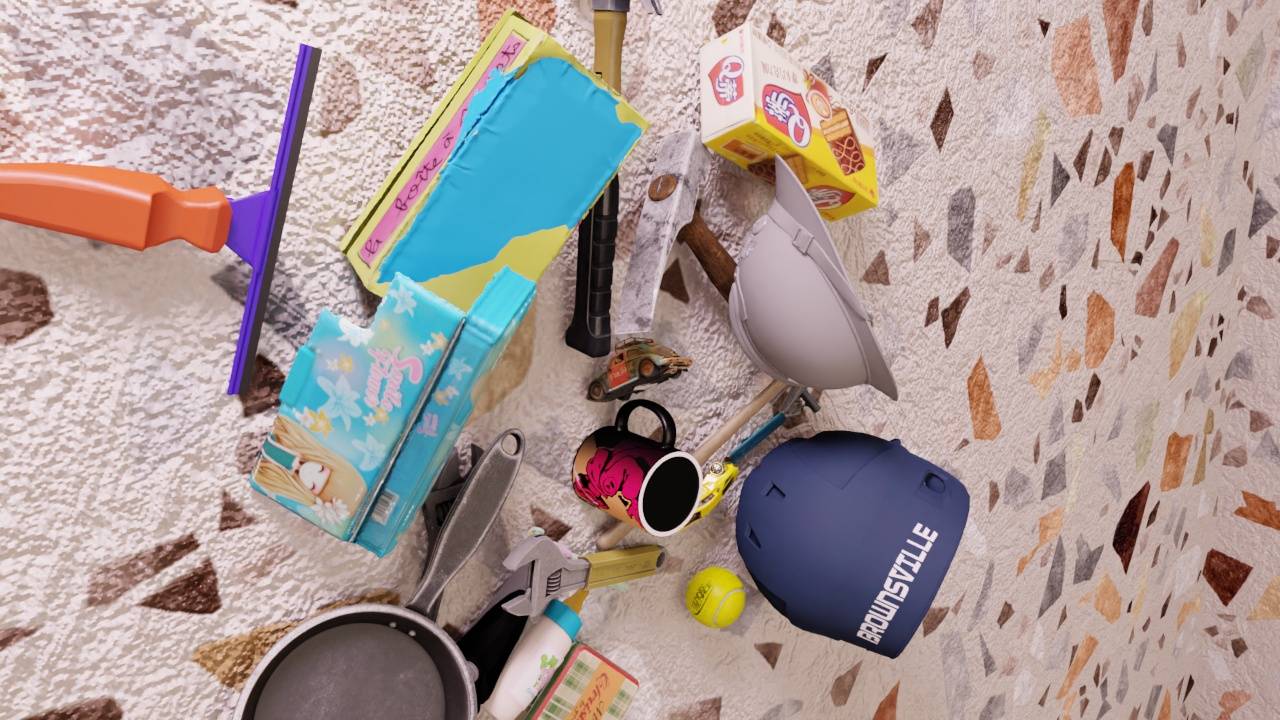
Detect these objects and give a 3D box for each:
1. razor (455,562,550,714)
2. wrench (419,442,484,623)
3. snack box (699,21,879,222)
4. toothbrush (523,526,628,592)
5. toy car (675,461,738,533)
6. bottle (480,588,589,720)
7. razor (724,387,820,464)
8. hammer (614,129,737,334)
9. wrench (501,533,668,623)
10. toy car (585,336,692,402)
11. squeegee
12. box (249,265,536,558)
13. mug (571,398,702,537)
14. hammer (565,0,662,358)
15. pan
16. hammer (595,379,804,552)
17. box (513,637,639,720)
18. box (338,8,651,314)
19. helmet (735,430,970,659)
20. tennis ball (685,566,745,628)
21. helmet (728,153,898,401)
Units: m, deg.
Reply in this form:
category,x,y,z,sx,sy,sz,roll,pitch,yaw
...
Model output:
category,x,y,z,sx,sy,sz,roll,pitch,yaw
razor,-0.126,0.243,0.832,0.155,0.057,0.060,-50,174,-40
wrench,-0.182,0.203,0.794,0.073,0.018,0.273,13,94,-43
snack box,0.155,-0.233,0.932,0.230,0.062,0.110,18,65,-44
toothbrush,-0.059,0.200,0.906,0.022,0.015,0.154,-48,131,2
toy car,0.063,0.148,0.976,0.106,0.030,0.049,-40,158,-13
bottle,-0.096,0.271,0.867,0.146,0.051,0.051,-48,129,-24
razor,0.149,0.079,1.064,0.143,0.022,0.042,-35,85,-26
hammer,0.082,-0.051,0.920,0.300,0.037,0.217,46,50,-46
wrench,-0.043,0.197,0.873,0.273,0.018,0.083,8,98,-59
toy car,-0.005,0.005,0.858,0.047,0.112,0.047,7,63,-51
squeegee,-0.317,-0.094,0.563,0.184,0.055,0.250,1,118,-43
box,-0.182,0.020,0.663,0.121,0.097,0.227,29,118,-6
mug,-0.001,0.096,0.874,0.081,0.098,0.118,2,99,-43
hammer,-0.033,-0.164,0.780,0.025,0.118,0.333,-11,114,-38
pan,-0.187,0.214,0.745,0.187,0.055,0.356,32,70,-20
hammer,0.079,0.090,0.972,0.330,0.031,0.119,-42,156,-21
box,-0.093,0.379,0.902,0.205,0.049,0.117,-56,132,-18
box,-0.107,-0.131,0.685,0.124,0.081,0.221,28,100,-42
helmet,0.220,0.184,1.032,0.232,0.223,0.271,-67,166,13
tennis ball,0.084,0.263,1.020,0.065,0.065,0.065,-13,109,-40
helmet,0.144,-0.053,0.887,0.118,0.183,0.271,-27,111,8
